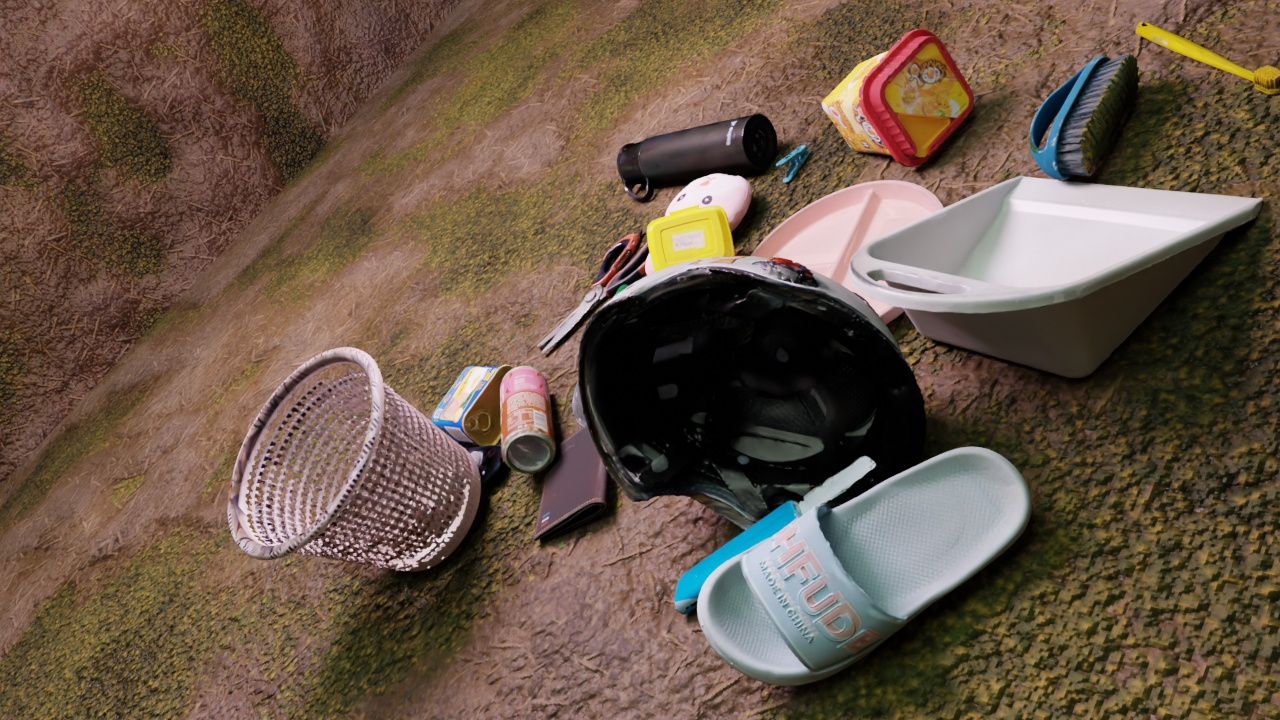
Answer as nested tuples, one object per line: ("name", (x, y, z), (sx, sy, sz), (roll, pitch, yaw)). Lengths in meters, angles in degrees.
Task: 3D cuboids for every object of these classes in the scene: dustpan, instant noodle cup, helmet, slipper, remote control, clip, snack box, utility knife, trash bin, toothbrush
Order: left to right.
("trash bin", (-0.286, 0.128, 0.977), (0.228, 0.192, 0.227), (-20, 52, 29))
("remote control", (-0.206, 0.128, 1.073), (0.137, 0.024, 0.053), (-12, 46, 35))
("snack box", (0.061, -0.125, 1.028), (0.091, 0.080, 0.082), (-12, 80, 13))
("helmet", (0.093, 0.011, 0.753), (0.274, 0.230, 0.156), (3, 28, 17))
("utility knife", (0.099, 0.134, 0.708), (0.217, 0.018, 0.034), (-44, 24, 32))
("clip", (0.186, -0.241, 1.113), (0.055, 0.038, 0.013), (-45, 33, -25))
("slipper", (0.153, 0.140, 0.629), (0.245, 0.074, 0.104), (-32, 67, 7))
("instant noodle cup", (0.273, -0.282, 1.001), (0.116, 0.116, 0.124), (-46, 22, -8))
("dustpan", (0.300, -0.096, 0.725), (0.257, 0.142, 0.223), (-50, 34, -11))
("toothbrush", (0.513, -0.281, 0.835), (0.016, 0.016, 0.190), (-32, 34, 11))

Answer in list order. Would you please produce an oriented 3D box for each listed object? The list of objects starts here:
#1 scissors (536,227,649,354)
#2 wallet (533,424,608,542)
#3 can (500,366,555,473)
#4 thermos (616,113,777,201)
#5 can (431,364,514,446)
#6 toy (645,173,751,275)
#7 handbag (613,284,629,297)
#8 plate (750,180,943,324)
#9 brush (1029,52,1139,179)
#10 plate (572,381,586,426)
("scissors", (-0.054, -0.095, 1.190), (0.203, 0.015, 0.203), (-21, 39, 27))
("wallet", (-0.068, 0.120, 0.944), (0.097, 0.020, 0.122), (-32, 33, 28))
("can", (-0.128, 0.064, 1.028), (0.058, 0.058, 0.147), (-34, 28, 10))
("thermos", (0.068, -0.266, 1.232), (0.243, 0.068, 0.090), (2, 84, 48))
("can", (-0.197, 0.054, 1.122), (0.083, 0.057, 0.101), (1, 51, 49))
("toy", (0.068, -0.162, 1.115), (0.121, 0.054, 0.159), (16, 71, 52))
("handbag", (0.032, -0.039, 0.966), (0.131, 0.068, 0.120), (-5, 35, 14))
("plate", (0.198, -0.094, 0.924), (0.230, 0.028, 0.229), (-26, 35, 20))
("brush", (0.402, -0.224, 0.845), (0.074, 0.055, 0.143), (9, 57, 48))
("plate", (-0.006, 0.006, 1.016), (0.180, 0.024, 0.179), (-27, 36, 21))
